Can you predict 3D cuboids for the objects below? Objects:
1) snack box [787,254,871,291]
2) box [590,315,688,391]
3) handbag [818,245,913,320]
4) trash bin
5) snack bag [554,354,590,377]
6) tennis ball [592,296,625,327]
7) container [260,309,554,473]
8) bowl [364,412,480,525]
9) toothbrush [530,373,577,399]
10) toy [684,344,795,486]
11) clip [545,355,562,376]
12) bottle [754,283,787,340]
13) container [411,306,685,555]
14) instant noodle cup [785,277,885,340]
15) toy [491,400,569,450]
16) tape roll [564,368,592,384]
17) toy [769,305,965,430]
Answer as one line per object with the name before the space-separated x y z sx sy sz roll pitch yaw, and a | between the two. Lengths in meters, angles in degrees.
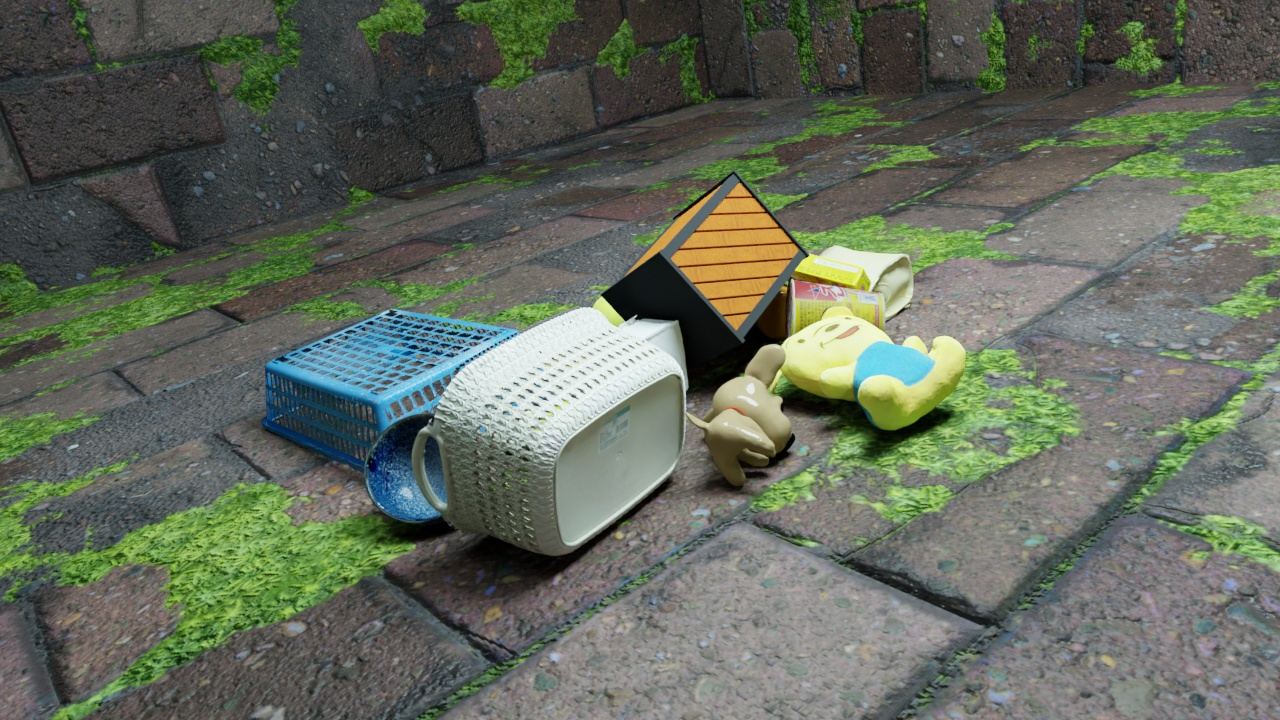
snack box | 0.221 -0.115 1.182 0.148 0.040 0.029 20 75 36
box | -0.015 0.005 1.073 0.095 0.102 0.107 7 28 41
handbag | 0.288 -0.099 1.234 0.119 0.081 0.111 14 39 43
trash bin | 0.079 -0.104 1.122 0.171 0.139 0.140 -50 12 -33
snack bag | -0.074 0.003 1.195 0.099 0.026 0.020 -22 59 -42
tennis ball | -0.038 -0.062 1.299 0.065 0.065 0.065 -9 22 3
container | -0.308 0.021 1.160 0.363 0.089 0.256 10 31 45
bowl | -0.213 0.115 0.922 0.114 0.061 0.114 -1 65 2
toothbrush | -0.067 0.044 1.048 0.167 0.013 0.013 27 31 26
toy | 0.100 0.062 0.898 0.106 0.134 0.108 38 32 2
clip | -0.113 0.012 1.204 0.047 0.047 0.054 -26 7 38
bottle | 0.172 -0.083 1.255 0.068 0.068 0.157 -12 22 -5
container | -0.068 0.066 0.852 0.143 0.185 0.250 18 33 34
instant noodle cup | 0.236 -0.051 1.121 0.112 0.100 0.100 -1 22 4
toy | -0.114 0.078 1.016 0.118 0.043 0.092 -9 26 14
tape roll | -0.056 0.033 1.136 0.094 0.018 0.093 -9 21 3
toy | 0.233 0.009 0.977 0.148 0.084 0.214 -20 22 -24
